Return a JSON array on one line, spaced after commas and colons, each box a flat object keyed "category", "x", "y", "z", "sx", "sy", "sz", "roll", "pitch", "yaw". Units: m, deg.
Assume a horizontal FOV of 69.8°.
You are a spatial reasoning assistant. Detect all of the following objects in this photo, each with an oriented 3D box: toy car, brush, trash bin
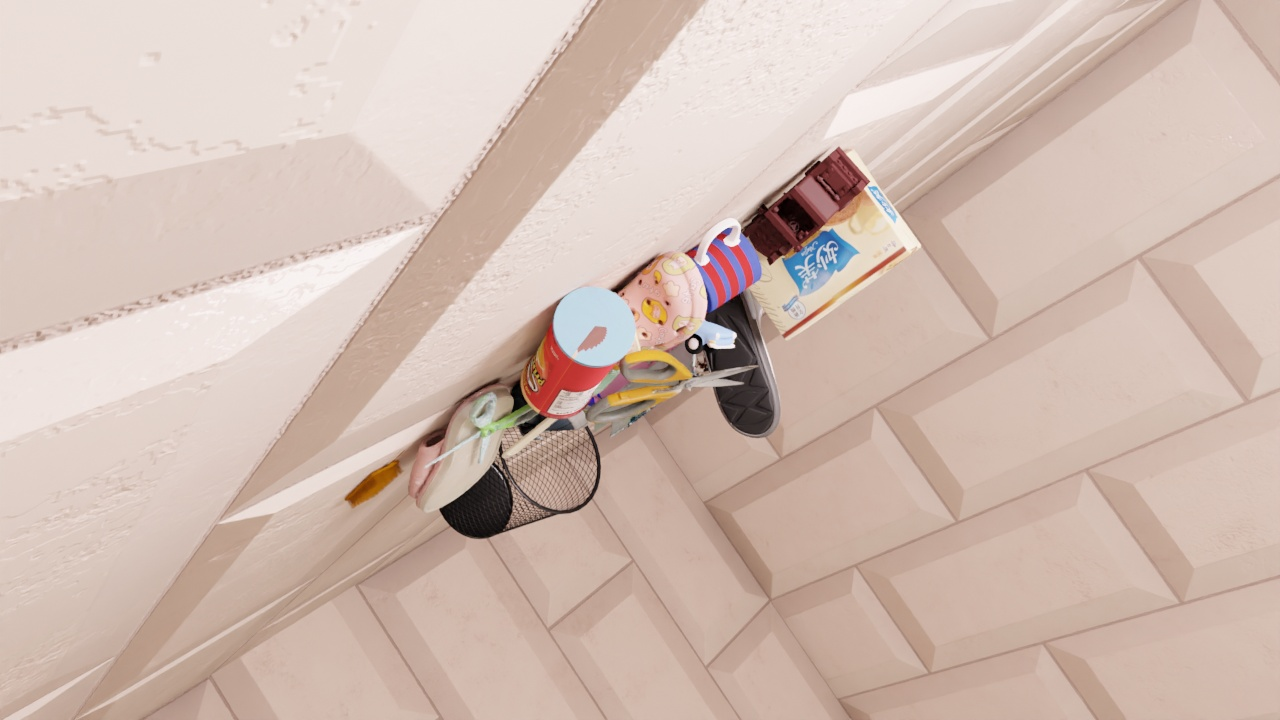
[{"category": "toy car", "x": 0.189, "y": -0.175, "z": 1.095, "sx": 0.170, "sy": 0.070, "sz": 0.061, "roll": -39, "pitch": -175, "yaw": 47}, {"category": "brush", "x": -0.105, "y": 0.069, "z": 1.148, "sx": 0.218, "sy": 0.012, "sz": 0.033, "roll": -38, "pitch": 157, "yaw": 32}, {"category": "brush", "x": -0.324, "y": 0.147, "z": 1.149, "sx": 0.127, "sy": 0.017, "sz": 0.048, "roll": -38, "pitch": 174, "yaw": 38}, {"category": "trash bin", "x": -0.198, "y": 0.174, "z": 1.402, "sx": 0.211, "sy": 0.184, "sz": 0.183, "roll": -31, "pitch": 179, "yaw": 40}, {"category": "toy car", "x": 0.040, "y": -0.046, "z": 1.081, "sx": 0.056, "sy": 0.153, "sz": 0.055, "roll": -4, "pitch": 109, "yaw": -59}]

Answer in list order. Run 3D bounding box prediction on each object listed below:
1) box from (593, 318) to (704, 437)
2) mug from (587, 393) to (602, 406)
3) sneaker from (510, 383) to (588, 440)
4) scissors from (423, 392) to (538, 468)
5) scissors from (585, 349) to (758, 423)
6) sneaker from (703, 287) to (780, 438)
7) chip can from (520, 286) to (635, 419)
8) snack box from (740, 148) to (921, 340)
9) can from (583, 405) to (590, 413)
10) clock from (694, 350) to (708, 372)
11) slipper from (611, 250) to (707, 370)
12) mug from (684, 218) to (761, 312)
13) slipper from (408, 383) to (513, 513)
[{"category": "box", "x": 0.002, "y": 0.009, "z": 1.218, "sx": 0.061, "sy": 0.160, "sz": 0.231, "roll": 9, "pitch": 147, "yaw": -36}, {"category": "mug", "x": -0.069, "y": 0.029, "z": 1.427, "sx": 0.111, "sy": 0.079, "sz": 0.083, "roll": -6, "pitch": -175, "yaw": 18}, {"category": "sneaker", "x": -0.132, "y": 0.067, "z": 1.253, "sx": 0.087, "sy": 0.089, "sz": 0.236, "roll": -36, "pitch": 169, "yaw": -5}, {"category": "scissors", "x": -0.182, "y": 0.082, "z": 1.084, "sx": 0.171, "sy": 0.021, "sz": 0.173, "roll": -32, "pitch": 164, "yaw": -30}, {"category": "scissors", "x": 0.036, "y": 0.033, "z": 1.078, "sx": 0.224, "sy": 0.016, "sz": 0.176, "roll": 8, "pitch": 138, "yaw": -46}, {"category": "sneaker", "x": 0.157, "y": -0.022, "z": 1.342, "sx": 0.093, "sy": 0.256, "sz": 0.160, "roll": -17, "pitch": -177, "yaw": 26}, {"category": "chip can", "x": -0.071, "y": -0.003, "z": 0.979, "sx": 0.086, "sy": 0.087, "sz": 0.214, "roll": -33, "pitch": 174, "yaw": -22}, {"category": "snack box", "x": 0.228, "y": -0.145, "z": 1.177, "sx": 0.208, "sy": 0.153, "sz": 0.055, "roll": -38, "pitch": 174, "yaw": 34}, {"category": "can", "x": -0.089, "y": 0.055, "z": 1.536, "sx": 0.067, "sy": 0.067, "sz": 0.121, "roll": -34, "pitch": 175, "yaw": -3}, {"category": "clock", "x": 0.086, "y": -0.045, "z": 1.392, "sx": 0.065, "sy": 0.114, "sz": 0.154, "roll": -37, "pitch": -168, "yaw": 29}, {"category": "slipper", "x": -0.008, "y": -0.043, "z": 1.013, "sx": 0.081, "sy": 0.093, "sz": 0.198, "roll": -18, "pitch": 167, "yaw": -41}, {"category": "mug", "x": 0.090, "y": -0.118, "z": 1.082, "sx": 0.076, "sy": 0.075, "sz": 0.112, "roll": -33, "pitch": 149, "yaw": -15}, {"category": "slipper", "x": -0.230, "y": 0.107, "z": 1.154, "sx": 0.113, "sy": 0.054, "sz": 0.275, "roll": -26, "pitch": 159, "yaw": -40}]
